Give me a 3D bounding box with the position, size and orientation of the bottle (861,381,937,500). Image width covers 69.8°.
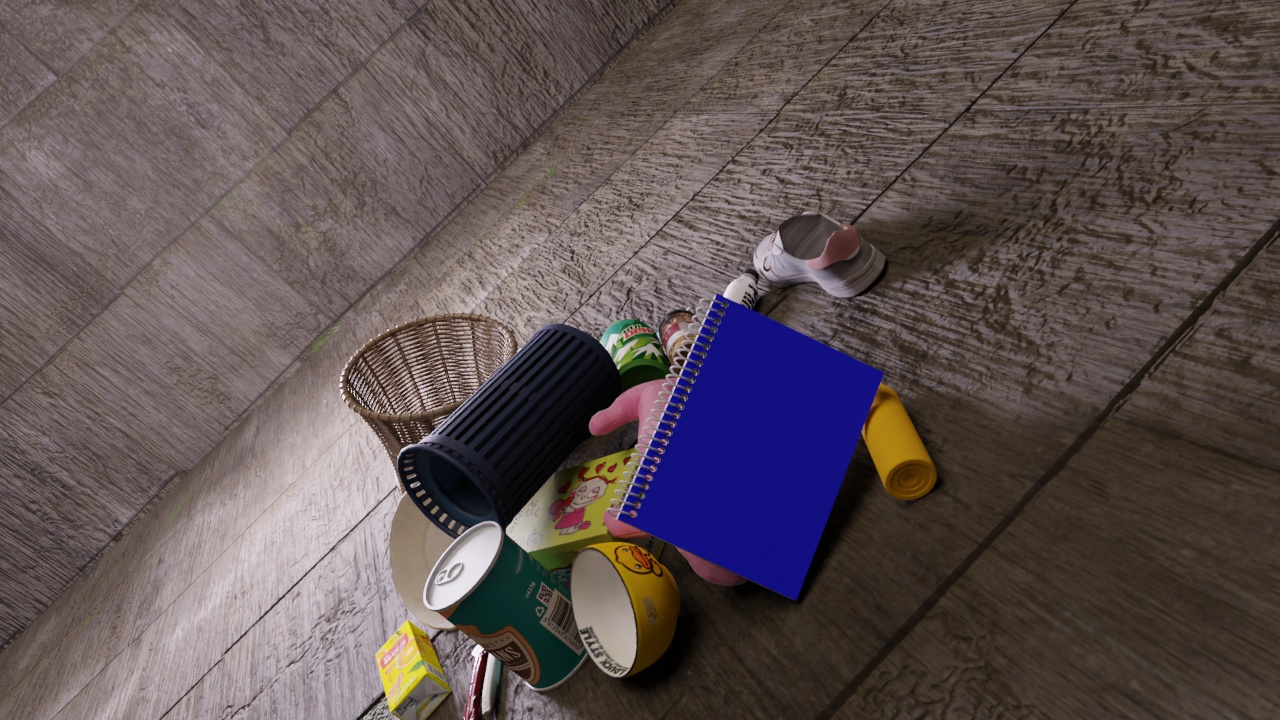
[{"bbox_3d":[0.215,0.060,0.797,0.043,0.043,0.143,-35,25,17],"label":"bottle"}]

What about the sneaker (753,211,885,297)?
[{"bbox_3d":[0.193,-0.141,1.103,0.099,0.089,0.236,-47,24,-9],"label":"sneaker"}]

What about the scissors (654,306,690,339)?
[{"bbox_3d":[0.015,-0.024,1.279,0.139,0.015,0.117,-26,29,45],"label":"scissors"}]

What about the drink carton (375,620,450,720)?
[{"bbox_3d":[-0.263,0.355,1.047,0.058,0.043,0.135,-47,24,-8],"label":"drink carton"}]

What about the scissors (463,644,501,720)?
[{"bbox_3d":[-0.169,0.316,1.001,0.140,0.015,0.189,-49,23,-12],"label":"scissors"}]

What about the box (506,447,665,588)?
[{"bbox_3d":[-0.070,0.180,0.997,0.222,0.079,0.124,-18,34,41],"label":"box"}]

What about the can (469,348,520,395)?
[{"bbox_3d":[-0.211,0.048,1.436,0.128,0.072,0.072,-46,24,-7],"label":"can"}]

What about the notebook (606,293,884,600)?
[{"bbox_3d":[0.091,0.068,0.773,0.022,0.171,0.209,127,168,-77],"label":"notebook"}]

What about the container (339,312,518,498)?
[{"bbox_3d":[-0.257,0.078,1.220,0.227,0.196,0.226,-6,35,4],"label":"container"}]

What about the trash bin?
[{"bbox_3d":[-0.133,0.072,1.021,0.140,0.139,0.248,-16,24,46],"label":"trash bin"}]

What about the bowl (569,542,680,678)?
[{"bbox_3d":[-0.007,0.217,0.822,0.067,0.117,0.117,-9,5,-32],"label":"bowl"}]

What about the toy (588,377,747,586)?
[{"bbox_3d":[0.045,0.087,0.862,0.186,0.128,0.265,-16,39,-8],"label":"toy"}]

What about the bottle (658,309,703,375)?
[{"bbox_3d":[0.058,-0.020,1.153,0.056,0.056,0.105,-39,25,10],"label":"bottle"}]

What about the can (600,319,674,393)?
[{"bbox_3d":[-0.007,0.007,1.175,0.083,0.083,0.144,-39,24,10],"label":"can"}]

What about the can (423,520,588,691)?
[{"bbox_3d":[-0.124,0.240,0.897,0.099,0.144,0.099,-34,25,19],"label":"can"}]

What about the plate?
[{"bbox_3d":[-0.237,0.232,1.123,0.189,0.027,0.188,-3,85,36],"label":"plate"}]

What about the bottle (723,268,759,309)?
[{"bbox_3d":[0.123,-0.071,1.157,0.041,0.041,0.115,-18,34,44],"label":"bottle"}]
